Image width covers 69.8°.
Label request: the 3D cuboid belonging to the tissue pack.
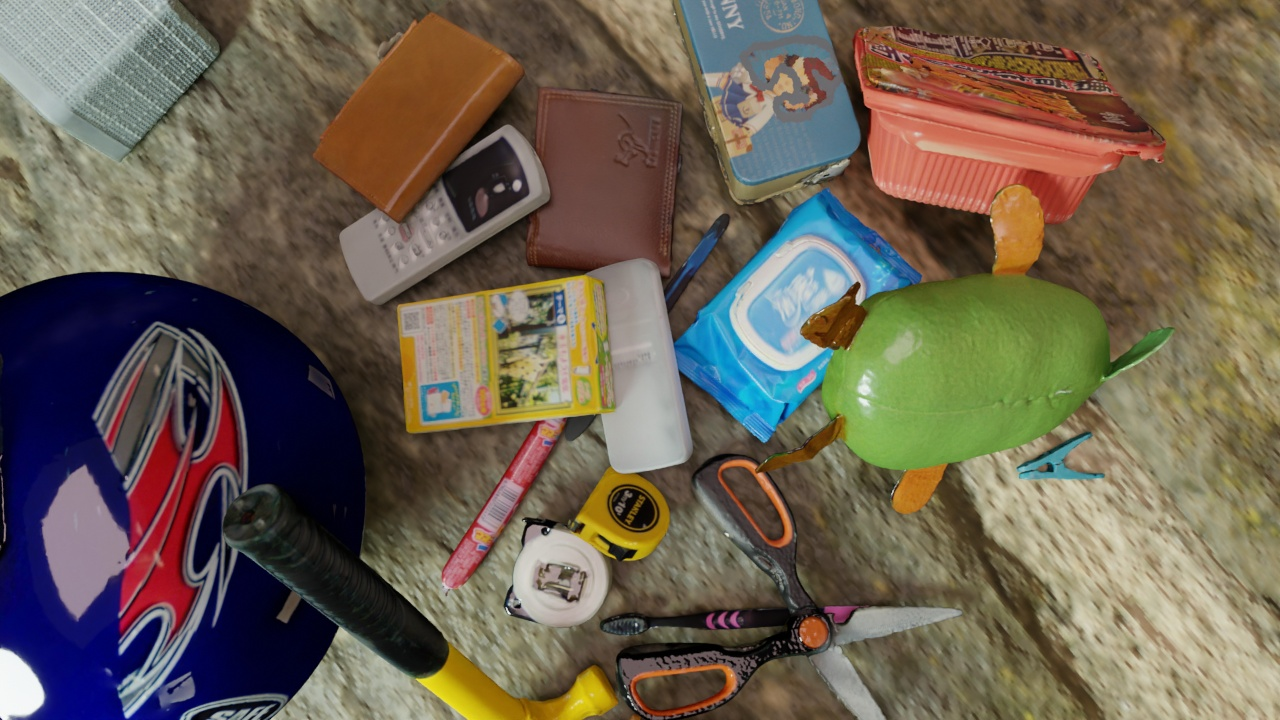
[{"bbox_3d":[0.098,-0.030,0.597,0.095,0.052,0.157,44,88,5],"label":"tissue pack"}]

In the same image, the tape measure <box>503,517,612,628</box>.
[{"bbox_3d":[-0.051,0.140,0.600,0.066,0.033,0.065,12,88,4],"label":"tape measure"}]

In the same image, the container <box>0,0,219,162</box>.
[{"bbox_3d":[-0.360,-0.212,0.615,0.090,0.090,0.111,43,86,4],"label":"container"}]

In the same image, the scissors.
[{"bbox_3d":[0.090,0.164,0.589,0.234,0.022,0.220,-17,78,-8],"label":"scissors"}]

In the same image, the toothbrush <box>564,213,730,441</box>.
[{"bbox_3d":[0.006,-0.023,0.623,0.014,0.016,0.189,34,85,14],"label":"toothbrush"}]

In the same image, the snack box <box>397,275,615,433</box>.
[{"bbox_3d":[-0.088,-0.002,0.596,0.141,0.033,0.087,-8,85,20],"label":"snack box"}]

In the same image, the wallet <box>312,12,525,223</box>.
[{"bbox_3d":[-0.153,-0.166,0.615,0.108,0.031,0.131,36,85,29],"label":"wallet"}]

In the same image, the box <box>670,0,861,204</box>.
[{"bbox_3d":[0.078,-0.202,0.609,0.090,0.061,0.184,-19,86,0],"label":"box"}]

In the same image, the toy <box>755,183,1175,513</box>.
[{"bbox_3d":[0.185,0.005,0.548,0.246,0.090,0.227,-4,126,-21],"label":"toy"}]

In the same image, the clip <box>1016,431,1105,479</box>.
[{"bbox_3d":[0.274,0.068,0.602,0.054,0.013,0.034,-17,84,1],"label":"clip"}]

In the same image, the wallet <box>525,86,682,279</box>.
[{"bbox_3d":[-0.023,-0.119,0.622,0.101,0.032,0.124,4,86,0],"label":"wallet"}]

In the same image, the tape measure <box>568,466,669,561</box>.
[{"bbox_3d":[-0.011,0.102,0.594,0.057,0.029,0.059,31,44,3],"label":"tape measure"}]

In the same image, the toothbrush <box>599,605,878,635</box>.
[{"bbox_3d":[0.067,0.170,0.601,0.189,0.018,0.014,-3,79,1],"label":"toothbrush"}]

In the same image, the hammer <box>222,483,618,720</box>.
[{"bbox_3d":[-0.117,0.160,0.497,0.128,0.301,0.033,-34,45,-6],"label":"hammer"}]

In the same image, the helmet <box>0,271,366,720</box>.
[{"bbox_3d":[-0.279,0.109,0.499,0.241,0.247,0.315,3,76,20],"label":"helmet"}]

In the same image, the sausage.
[{"bbox_3d":[-0.089,0.090,0.613,0.020,0.020,0.156,32,88,4],"label":"sausage"}]

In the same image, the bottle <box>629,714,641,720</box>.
[{"bbox_3d":[0.037,0.261,0.571,0.108,0.063,0.063,25,87,4],"label":"bottle"}]

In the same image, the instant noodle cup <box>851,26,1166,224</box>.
[{"bbox_3d":[0.207,-0.145,0.559,0.164,0.188,0.079,12,122,4],"label":"instant noodle cup"}]

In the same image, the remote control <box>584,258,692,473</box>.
[{"bbox_3d":[-0.004,0.003,0.594,0.056,0.020,0.136,-14,83,21],"label":"remote control"}]

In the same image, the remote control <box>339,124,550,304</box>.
[{"bbox_3d":[-0.132,-0.096,0.611,0.150,0.021,0.058,-30,75,13],"label":"remote control"}]
